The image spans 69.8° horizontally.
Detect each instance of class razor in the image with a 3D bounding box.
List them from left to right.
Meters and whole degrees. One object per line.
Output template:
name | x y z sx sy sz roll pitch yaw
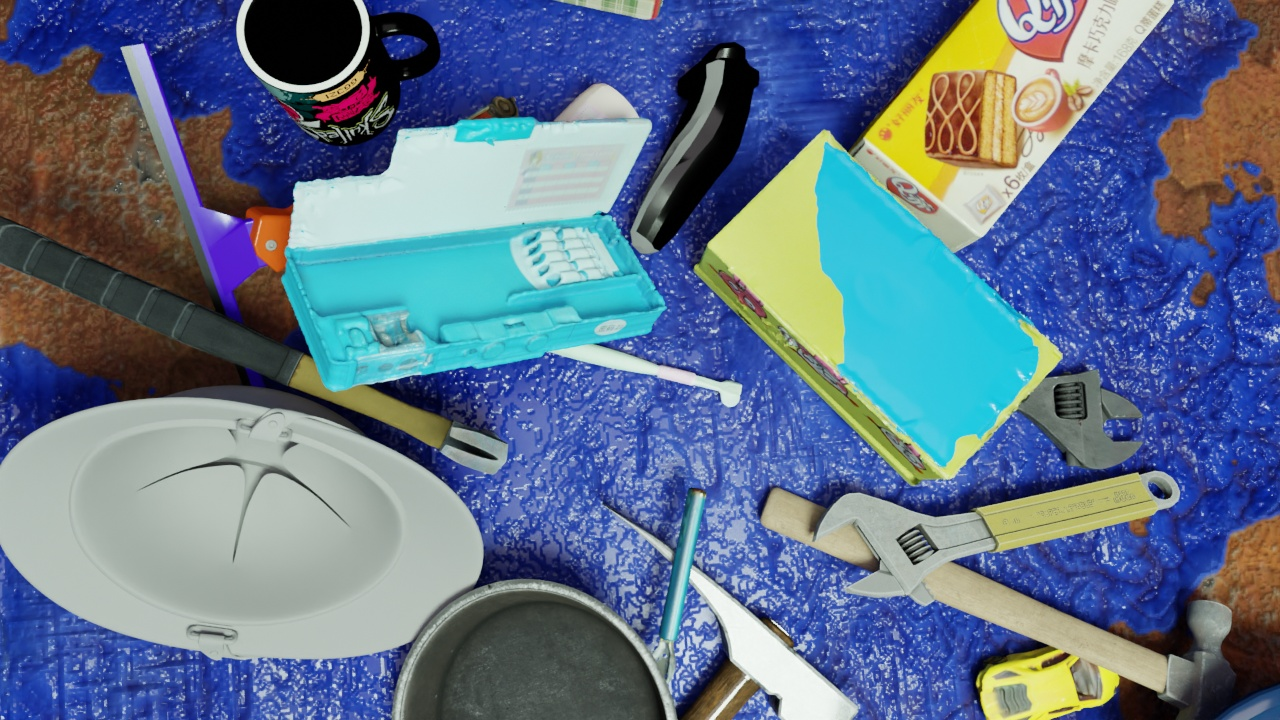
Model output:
razor | 0.022 0.154 0.597 0.042 0.022 0.143 8 79 34
razor | 0.037 -0.146 0.652 0.060 0.057 0.156 16 82 30

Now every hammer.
hammer | -0.233 -0.005 0.555 0.333 0.118 0.025 26 83 -12
hammer | -0.032 0.269 0.612 0.217 0.037 0.300 41 84 1
hammer | 0.240 0.162 0.626 0.331 0.031 0.119 24 60 4

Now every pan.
pan | -0.141 0.264 0.582 0.357 0.055 0.187 -25 79 12

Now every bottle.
bottle | -0.063 -0.128 0.642 0.051 0.051 0.146 43 84 1

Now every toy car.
toy car | -0.113 -0.138 0.620 0.047 0.047 0.111 50 41 -12
toy car | 0.285 0.224 0.638 0.107 0.030 0.049 -16 84 -6

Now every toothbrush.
toothbrush | -0.004 0.004 0.651 0.155 0.015 0.022 15 53 -1

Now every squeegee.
squeegee | -0.197 -0.096 0.608 0.184 0.055 0.250 -26 125 -31

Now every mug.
mug | -0.194 -0.204 0.618 0.118 0.098 0.082 -13 85 -5

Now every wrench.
wrench | 0.234 0.010 0.664 0.273 0.018 0.073 20 83 0
wrench | 0.252 0.110 0.636 0.273 0.018 0.083 -11 62 -12

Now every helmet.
helmet | -0.237 0.082 0.583 0.271 0.117 0.184 15 113 -20
helmet | 0.432 0.327 0.541 0.232 0.223 0.272 -15 80 -5

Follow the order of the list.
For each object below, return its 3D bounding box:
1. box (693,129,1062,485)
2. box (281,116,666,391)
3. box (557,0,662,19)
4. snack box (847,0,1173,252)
box | 0.156 -0.032 0.623 0.221 0.081 0.124 43 83 2
box | -0.083 -0.071 0.547 0.226 0.122 0.098 -12 57 -34
box | -0.078 -0.300 0.627 0.205 0.118 0.049 11 81 -4
snack box | 0.261 -0.200 0.663 0.110 0.062 0.230 40 84 1
